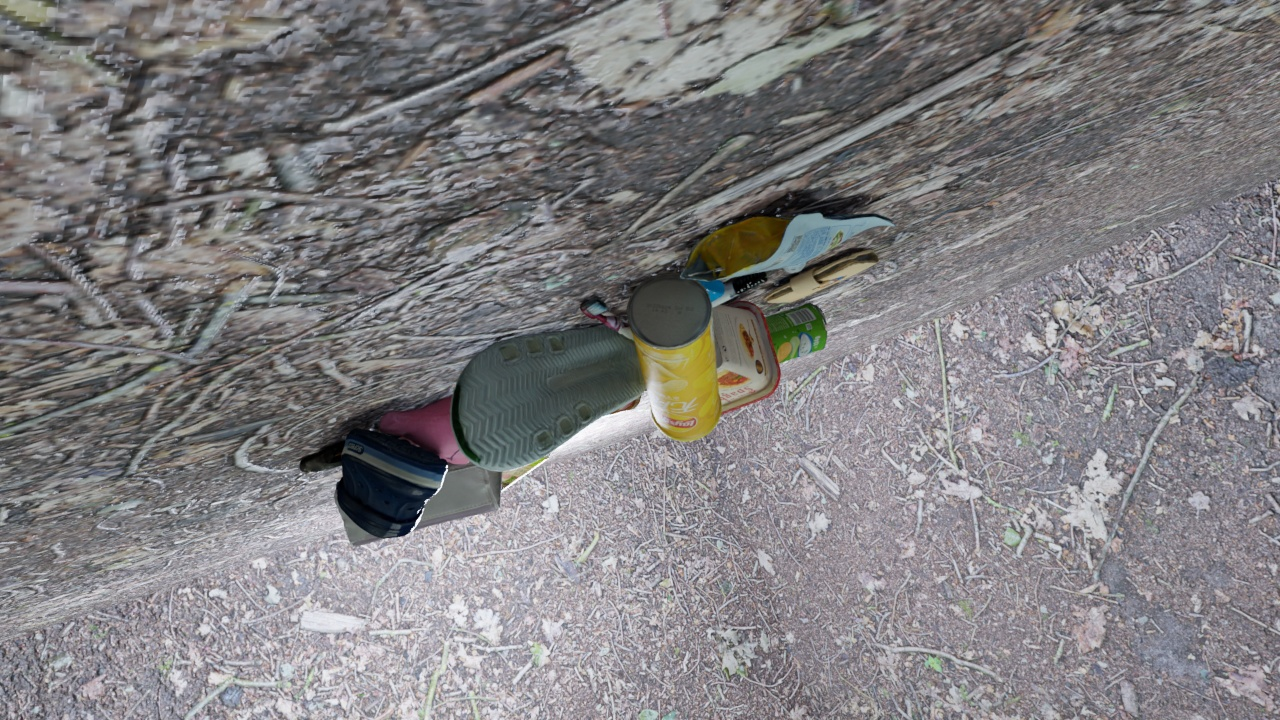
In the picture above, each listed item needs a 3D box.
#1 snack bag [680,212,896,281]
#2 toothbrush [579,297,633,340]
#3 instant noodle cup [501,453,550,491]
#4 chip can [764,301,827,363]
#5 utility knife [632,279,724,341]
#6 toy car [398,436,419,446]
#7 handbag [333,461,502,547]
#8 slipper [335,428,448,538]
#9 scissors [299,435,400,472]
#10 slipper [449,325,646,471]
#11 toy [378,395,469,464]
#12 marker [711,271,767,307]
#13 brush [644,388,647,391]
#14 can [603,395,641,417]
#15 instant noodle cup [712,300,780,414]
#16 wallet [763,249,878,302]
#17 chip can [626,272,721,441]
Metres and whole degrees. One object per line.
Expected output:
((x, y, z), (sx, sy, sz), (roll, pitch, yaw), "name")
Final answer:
((0.119, -0.091, 0.724), (0.111, 0.039, 0.190), (-31, 170, 35), "snack bag")
((-0.020, -0.036, 0.824), (0.017, 0.016, 0.187), (-31, 168, 9), "toothbrush")
((-0.203, 0.137, 1.357), (0.123, 0.111, 0.111), (-29, 172, 11), "instant noodle cup")
((0.139, -0.016, 1.234), (0.235, 0.072, 0.072), (-17, 173, -22), "chip can")
((0.015, -0.041, 0.904), (0.034, 0.018, 0.226), (6, 163, -26), "utility knife")
((-0.246, 0.088, 1.084), (0.122, 0.037, 0.056), (-21, 167, -13), "toy car")
((-0.286, 0.158, 1.215), (0.197, 0.098, 0.145), (-14, -168, -1), "handbag")
((-0.277, 0.139, 0.979), (0.105, 0.095, 0.253), (20, 160, -15), "slipper")
((-0.293, 0.099, 1.108), (0.234, 0.021, 0.153), (-15, 171, -34), "scissors")
((-0.084, 0.027, 0.829), (0.074, 0.104, 0.244), (-26, 178, 37), "slipper")
((-0.161, 0.069, 0.987), (0.195, 0.074, 0.178), (-14, 159, 12), "toy")
((0.069, -0.060, 0.910), (0.131, 0.018, 0.022), (-25, -179, 33), "marker")
((-0.006, 0.006, 1.081), (0.143, 0.055, 0.074), (-16, -165, -32), "brush")
((-0.065, 0.052, 1.235), (0.147, 0.058, 0.058), (-13, 170, -46), "can")
((0.074, -0.007, 0.995), (0.117, 0.116, 0.124), (-23, 161, 26), "instant noodle cup")
((0.198, -0.090, 1.017), (0.115, 0.024, 0.087), (-23, 172, 33), "wallet")
((0.035, 0.005, 0.822), (0.072, 0.072, 0.213), (-20, 155, -3), "chip can")
